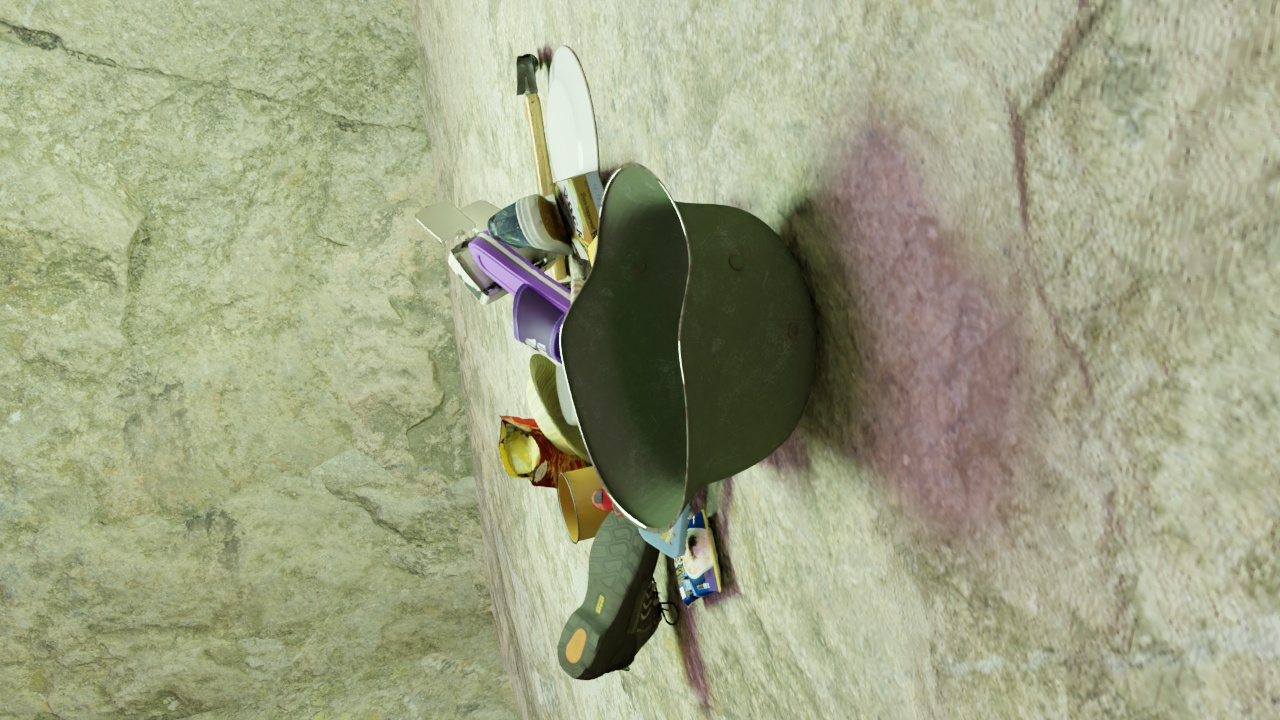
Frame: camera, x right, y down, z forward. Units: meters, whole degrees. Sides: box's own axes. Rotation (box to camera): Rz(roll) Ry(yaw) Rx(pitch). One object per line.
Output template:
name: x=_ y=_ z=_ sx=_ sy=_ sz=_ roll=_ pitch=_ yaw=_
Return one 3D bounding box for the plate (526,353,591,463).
plate: x=-0.122 y=0.079 z=1.343 sx=0.184 sy=0.036 sz=0.184 roll=55 pitch=-167 yaw=-19

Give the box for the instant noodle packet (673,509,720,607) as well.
instant noodle packet: x=0.062 y=0.222 z=1.020 sx=0.134 sy=0.026 sz=0.087 roll=119 pitch=143 yaw=-65

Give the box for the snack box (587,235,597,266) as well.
snack box: x=0.031 y=-0.013 z=0.834 sx=0.062 sy=0.110 sz=0.230 roll=141 pitch=118 yaw=-70

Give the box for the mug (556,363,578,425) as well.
mug: x=-0.077 y=0.038 z=1.291 sx=0.115 sy=0.068 sz=0.094 roll=-145 pitch=47 yaw=-67

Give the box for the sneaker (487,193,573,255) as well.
sneaker: x=-0.143 y=-0.176 z=1.239 sx=0.235 sy=0.079 sz=0.087 roll=-46 pitch=-60 yaw=-80

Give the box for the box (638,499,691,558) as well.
box: x=0.041 y=0.104 z=0.971 sx=0.086 sy=0.072 sz=0.209 roll=32 pitch=132 yaw=36

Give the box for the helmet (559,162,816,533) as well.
helmet: x=0.047 y=-0.020 z=0.701 sx=0.227 sy=0.153 sz=0.268 roll=10 pitch=111 yaw=65

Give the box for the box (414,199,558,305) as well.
box: x=-0.228 y=-0.176 z=1.354 sx=0.187 sy=0.144 sz=0.058 roll=47 pitch=147 yaw=16

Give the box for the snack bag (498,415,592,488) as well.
snack bag: x=-0.130 y=0.142 z=1.384 sx=0.207 sy=0.067 sz=0.139 roll=20 pitch=-139 yaw=-61

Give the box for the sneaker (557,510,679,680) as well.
sneaker: x=0.000 y=0.300 z=1.177 sx=0.101 sy=0.142 sz=0.238 roll=20 pitch=88 yaw=48

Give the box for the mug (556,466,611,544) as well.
mug: x=-0.061 y=0.192 z=1.283 sx=0.124 sy=0.094 sz=0.100 roll=-154 pitch=55 yaw=-67

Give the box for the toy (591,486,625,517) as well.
toy: x=0.008 y=0.123 z=1.084 sx=0.088 sy=0.094 sz=0.133 roll=27 pitch=98 yaw=56

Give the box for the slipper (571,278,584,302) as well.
slipper: x=-0.036 y=-0.040 z=0.980 sx=0.262 sy=0.052 sz=0.115 roll=-78 pitch=-31 yaw=-71

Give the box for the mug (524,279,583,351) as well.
mug: x=-0.128 y=-0.058 z=1.348 sx=0.118 sy=0.098 sz=0.081 roll=97 pitch=156 yaw=-45

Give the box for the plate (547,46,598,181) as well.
plate: x=-0.101 y=-0.302 z=1.256 sx=0.243 sy=0.016 sz=0.242 roll=169 pitch=90 yaw=-73

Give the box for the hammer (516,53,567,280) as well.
hammer: x=-0.145 y=-0.280 z=1.360 sx=0.132 sy=0.033 sz=0.331 roll=-103 pitch=5 yaw=-69

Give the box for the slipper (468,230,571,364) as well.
slipper: x=-0.147 y=-0.063 z=1.222 sx=0.266 sy=0.084 sz=0.107 roll=38 pitch=162 yaw=19

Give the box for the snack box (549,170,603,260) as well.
snack box: x=-0.069 y=-0.178 z=1.138 sx=0.186 sy=0.031 sz=0.101 roll=-146 pitch=36 yaw=-74
